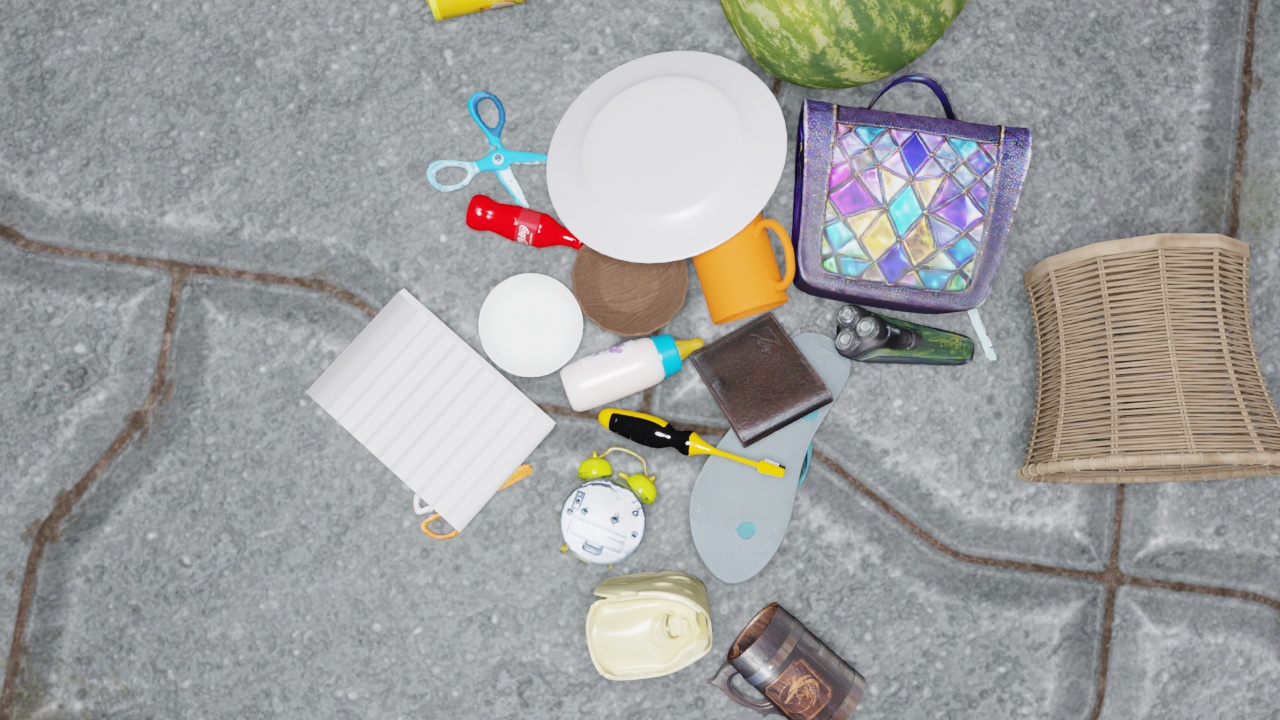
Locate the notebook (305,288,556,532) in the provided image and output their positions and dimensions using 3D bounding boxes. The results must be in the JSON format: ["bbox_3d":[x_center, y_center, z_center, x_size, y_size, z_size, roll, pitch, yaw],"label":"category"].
[{"bbox_3d":[-0.209,0.048,0.918,0.210,0.009,0.142,41,85,5],"label":"notebook"}]

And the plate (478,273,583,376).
[{"bbox_3d":[-0.109,-0.035,0.925,0.104,0.026,0.104,0,86,-1],"label":"plate"}]

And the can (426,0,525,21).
[{"bbox_3d":[-0.169,-0.389,0.931,0.105,0.068,0.067,-12,86,-2],"label":"can"}]

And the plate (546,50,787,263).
[{"bbox_3d":[0.021,-0.208,0.901,0.243,0.016,0.242,-5,69,12],"label":"plate"}]

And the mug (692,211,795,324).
[{"bbox_3d":[0.105,-0.097,0.893,0.077,0.113,0.096,-14,85,-37],"label":"mug"}]

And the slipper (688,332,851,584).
[{"bbox_3d":[0.122,0.092,0.914,0.098,0.055,0.268,25,74,5],"label":"slipper"}]

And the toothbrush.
[{"bbox_3d":[0.046,0.080,0.887,0.197,0.030,0.031,16,117,24],"label":"toothbrush"}]

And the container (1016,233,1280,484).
[{"bbox_3d":[0.461,0.007,0.841,0.227,0.227,0.196,0,78,-1],"label":"container"}]

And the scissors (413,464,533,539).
[{"bbox_3d":[-0.167,0.131,0.919,0.128,0.013,0.064,-27,87,-2],"label":"scissors"}]

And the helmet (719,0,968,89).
[{"bbox_3d":[0.193,-0.374,0.855,0.246,0.213,0.244,14,124,-37],"label":"helmet"}]

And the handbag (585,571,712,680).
[{"bbox_3d":[0.010,0.242,0.861,0.111,0.119,0.081,-10,84,2],"label":"handbag"}]

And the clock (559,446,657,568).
[{"bbox_3d":[-0.031,0.143,0.897,0.083,0.057,0.119,22,86,2],"label":"clock"}]

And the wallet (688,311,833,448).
[{"bbox_3d":[0.116,0.016,0.900,0.099,0.031,0.120,-27,55,-2],"label":"wallet"}]

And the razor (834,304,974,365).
[{"bbox_3d":[0.265,-0.020,0.913,0.151,0.067,0.054,9,83,-8],"label":"razor"}]

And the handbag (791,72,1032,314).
[{"bbox_3d":[0.246,-0.162,0.880,0.205,0.125,0.222,9,92,5],"label":"handbag"}]

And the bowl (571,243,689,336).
[{"bbox_3d":[-0.011,-0.080,0.926,0.118,0.030,0.117,0,84,-4],"label":"bowl"}]

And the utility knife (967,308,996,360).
[{"bbox_3d":[0.330,-0.084,0.944,0.022,0.015,0.181,-24,89,4],"label":"utility knife"}]

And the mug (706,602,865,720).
[{"bbox_3d":[0.136,0.309,0.884,0.107,0.079,0.116,42,112,3],"label":"mug"}]

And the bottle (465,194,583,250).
[{"bbox_3d":[-0.115,-0.136,0.927,0.119,0.036,0.036,16,85,0],"label":"bottle"}]

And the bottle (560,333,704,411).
[{"bbox_3d":[-0.006,0.005,0.911,0.146,0.051,0.051,-20,86,-3],"label":"bottle"}]

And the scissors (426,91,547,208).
[{"bbox_3d":[-0.153,-0.218,0.947,0.134,0.011,0.137,0,84,2],"label":"scissors"}]
